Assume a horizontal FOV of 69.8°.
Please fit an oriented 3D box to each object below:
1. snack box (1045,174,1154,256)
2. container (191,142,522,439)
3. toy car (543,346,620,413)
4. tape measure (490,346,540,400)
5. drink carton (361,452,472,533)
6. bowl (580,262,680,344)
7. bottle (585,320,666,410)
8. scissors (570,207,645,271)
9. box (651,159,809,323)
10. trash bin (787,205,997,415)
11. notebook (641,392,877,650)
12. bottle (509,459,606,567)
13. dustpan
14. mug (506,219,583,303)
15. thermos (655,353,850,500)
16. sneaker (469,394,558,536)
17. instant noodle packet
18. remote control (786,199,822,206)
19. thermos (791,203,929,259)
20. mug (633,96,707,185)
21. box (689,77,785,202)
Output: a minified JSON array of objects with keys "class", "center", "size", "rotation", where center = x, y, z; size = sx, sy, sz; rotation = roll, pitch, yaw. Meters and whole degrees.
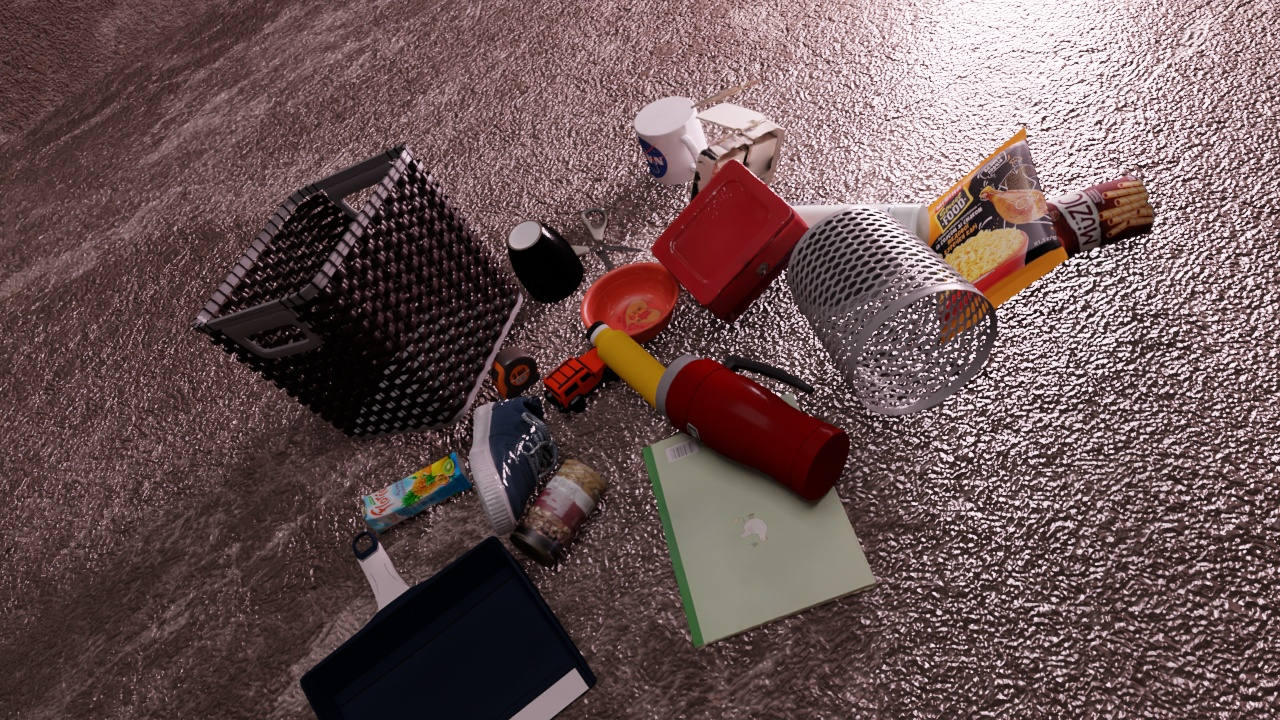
[{"class":"snack box","center":[0.488,-0.154,1.012],"size":[0.121,0.072,0.072],"rotation":[-17,46,7]},{"class":"container","center":[-0.328,-0.069,1.123],"size":[0.248,0.243,0.244],"rotation":[-10,45,37]},{"class":"toy car","center":[-0.071,0.019,1.109],"size":[0.100,0.049,0.051],"rotation":[-41,47,-16]},{"class":"tape measure","center":[-0.161,0.012,1.148],"size":[0.058,0.059,0.038],"rotation":[-38,46,-16]},{"class":"drink carton","center":[-0.263,0.156,1.073],"size":[0.129,0.039,0.044],"rotation":[-27,45,-1]},{"class":"bowl","center":[-0.008,-0.064,1.158],"size":[0.131,0.045,0.130],"rotation":[-12,46,13]},{"class":"bottle","center":[-0.006,0.006,1.068],"size":[0.043,0.043,0.143],"rotation":[-41,65,-16]},{"class":"scissors","center":[-0.070,-0.165,1.300],"size":[0.171,0.012,0.157],"rotation":[-9,49,15]},{"class":"box","center":[0.108,-0.142,1.100],"size":[0.158,0.087,0.129],"rotation":[-49,57,14]},{"class":"trash bin","center":[0.255,-0.060,0.971],"size":[0.156,0.156,0.183],"rotation":[-25,43,0]},{"class":"notebook","center":[0.110,0.153,0.939],"size":[0.182,0.010,0.252],"rotation":[-21,45,4]},{"class":"bottle","center":[-0.087,0.163,0.981],"size":[0.056,0.056,0.105],"rotation":[18,59,34]},{"class":"dustpan","center":[-0.216,0.279,0.914],"size":[0.236,0.080,0.273],"rotation":[-36,46,-11]},{"class":"mug","center":[-0.140,-0.150,1.243],"size":[0.085,0.100,0.118],"rotation":[-30,52,4]},{"class":"thermos","center":[0.118,0.055,0.952],"size":[0.199,0.084,0.108],"rotation":[28,81,36]},{"class":"sneaker","center":[-0.135,0.107,1.013],"size":[0.087,0.089,0.235],"rotation":[-17,27,0]},{"class":"instant noodle packet","center":[0.383,-0.141,1.022],"size":[0.160,0.032,0.220],"rotation":[-44,29,42]},{"class":"remote control","center":[0.164,-0.192,1.215],"size":[0.150,0.022,0.047],"rotation":[-1,26,21]},{"class":"thermos","center":[0.230,-0.157,1.118],"size":[0.230,0.068,0.067],"rotation":[5,52,31]},{"class":"mug","center":[0.054,-0.311,1.323],"size":[0.091,0.090,0.121],"rotation":[-34,46,-9]},{"class":"box","center":[0.108,-0.306,1.198],"size":[0.143,0.188,0.105],"rotation":[-31,57,-35]}]
